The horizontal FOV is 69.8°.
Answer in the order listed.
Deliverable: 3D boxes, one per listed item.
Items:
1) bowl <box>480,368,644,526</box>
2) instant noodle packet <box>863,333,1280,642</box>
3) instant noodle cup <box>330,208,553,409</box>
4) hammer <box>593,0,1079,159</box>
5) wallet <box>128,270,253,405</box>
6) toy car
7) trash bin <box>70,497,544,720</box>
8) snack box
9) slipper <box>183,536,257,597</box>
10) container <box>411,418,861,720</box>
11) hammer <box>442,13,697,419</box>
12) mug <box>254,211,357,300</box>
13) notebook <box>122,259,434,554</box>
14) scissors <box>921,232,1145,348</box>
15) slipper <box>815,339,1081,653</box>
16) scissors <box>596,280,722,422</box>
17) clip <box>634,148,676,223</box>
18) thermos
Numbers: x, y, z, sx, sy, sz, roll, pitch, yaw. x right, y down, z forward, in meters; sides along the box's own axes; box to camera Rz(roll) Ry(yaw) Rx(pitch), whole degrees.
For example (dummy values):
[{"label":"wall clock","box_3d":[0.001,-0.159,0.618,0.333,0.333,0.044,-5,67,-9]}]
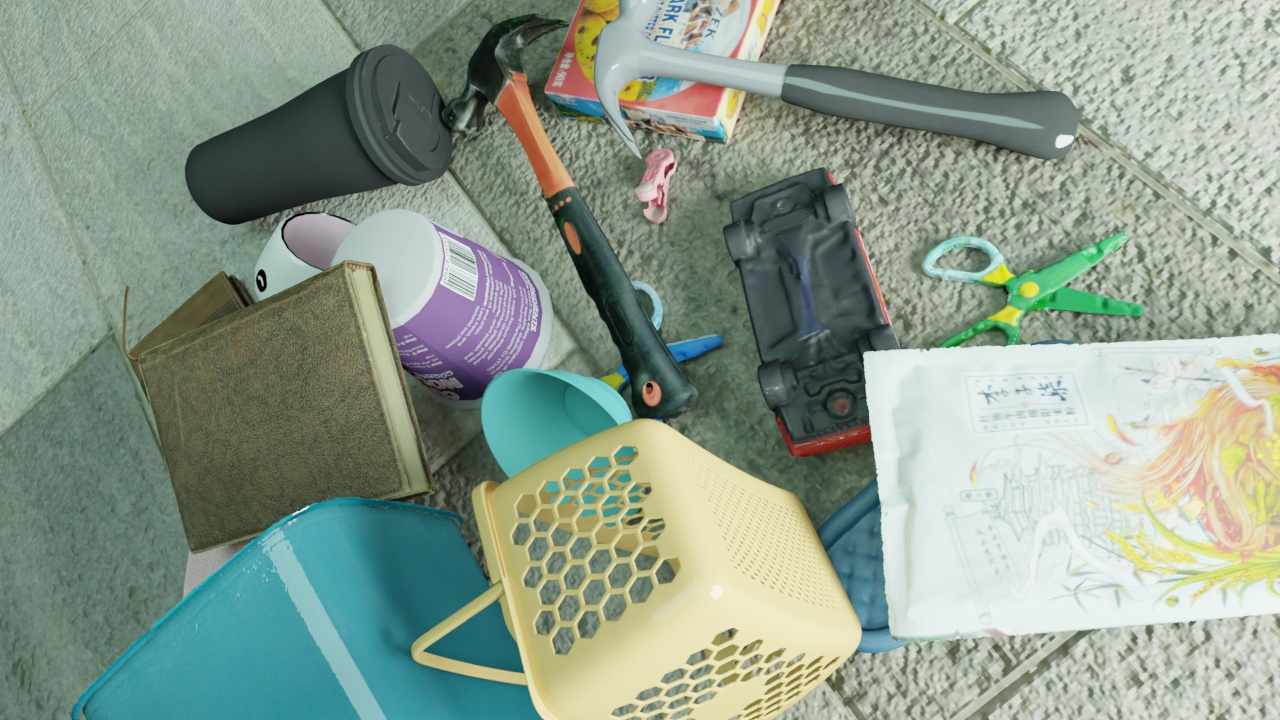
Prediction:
[{"label":"bowl","box_3d":[-0.040,0.045,0.587,0.121,0.121,0.046,15,39,26]},{"label":"instant noodle packet","box_3d":[0.251,0.056,0.442,0.269,0.057,0.146,-4,77,7]},{"label":"instant noodle cup","box_3d":[-0.144,-0.047,0.632,0.122,0.122,0.136,-28,64,11]},{"label":"hammer","box_3d":[0.115,-0.172,0.592,0.311,0.029,0.125,15,80,14]},{"label":"wallet","box_3d":[-0.366,-0.004,0.766,0.121,0.027,0.098,-40,65,4]},{"label":"toy car","box_3d":[0.106,-0.035,0.564,0.082,0.056,0.189,-18,60,15]},{"label":"trash bin","box_3d":[-0.146,0.225,0.513,0.196,0.199,0.218,-42,69,5]},{"label":"snack box","box_3d":[0.020,-0.241,0.676,0.145,0.040,0.142,16,80,26]},{"label":"slipper","box_3d":[-0.278,0.111,0.673,0.107,0.055,0.221,18,91,27]},{"label":"container","box_3d":[-0.001,0.131,0.469,0.167,0.183,0.129,-36,52,19]},{"label":"hammer","box_3d":[-0.047,-0.102,0.638,0.133,0.033,0.333,-45,61,38]},{"label":"mug","box_3d":[-0.240,-0.049,0.688,0.076,0.090,0.123,-58,38,35]},{"label":"notebook","box_3d":[-0.241,0.017,0.588,0.216,0.034,0.190,-18,88,29]},{"label":"scissors","box_3d":[0.226,-0.047,0.544,0.130,0.012,0.116,-33,63,10]},{"label":"slipper","box_3d":[0.177,0.077,0.496,0.214,0.059,0.104,-43,64,6]},{"label":"scissors","box_3d":[-0.003,0.002,0.622,0.125,0.013,0.129,-17,69,18]},{"label":"clip","box_3d":[0.013,-0.122,0.653,0.023,0.050,0.058,1,31,20]},{"label":"thermos","box_3d":[-0.262,-0.171,0.741,0.219,0.105,0.105,-12,68,24]}]
